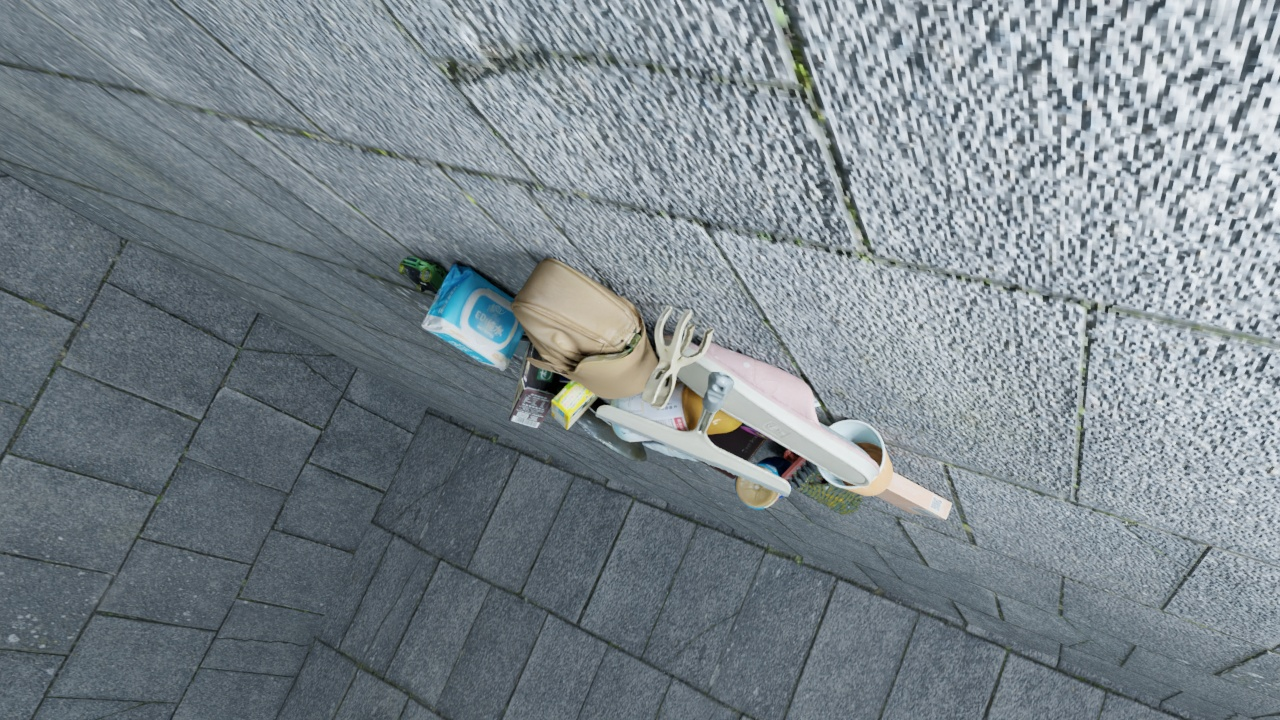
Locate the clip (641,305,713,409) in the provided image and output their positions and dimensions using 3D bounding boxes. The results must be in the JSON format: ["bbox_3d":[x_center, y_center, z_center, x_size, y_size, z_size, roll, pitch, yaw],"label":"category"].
[{"bbox_3d":[0.041,-0.002,0.921,0.035,0.103,0.092,12,-173,41],"label":"clip"}]

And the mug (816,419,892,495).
[{"bbox_3d":[0.255,0.120,1.071,0.078,0.078,0.122,18,172,27],"label":"mug"}]

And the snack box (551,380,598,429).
[{"bbox_3d":[-0.072,0.039,1.146,0.034,0.086,0.140,43,169,1],"label":"snack box"}]

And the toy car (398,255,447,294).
[{"bbox_3d":[-0.277,-0.110,1.192,0.043,0.036,0.091,21,169,19],"label":"toy car"}]

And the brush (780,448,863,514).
[{"bbox_3d":[0.264,0.171,1.322,0.145,0.063,0.069,31,-163,-36],"label":"brush"}]

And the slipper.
[{"bbox_3d":[0.140,0.043,0.987,0.274,0.054,0.114,33,165,8],"label":"slipper"}]

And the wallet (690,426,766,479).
[{"bbox_3d":[0.109,0.104,1.262,0.122,0.096,0.020,29,-157,-23],"label":"wallet"}]

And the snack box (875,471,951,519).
[{"bbox_3d":[0.332,0.169,1.239,0.157,0.026,0.085,28,168,-17],"label":"snack box"}]

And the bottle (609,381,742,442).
[{"bbox_3d":[0.057,0.058,1.101,0.190,0.068,0.068,-7,155,24],"label":"bottle"}]

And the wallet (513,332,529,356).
[{"bbox_3d":[-0.142,-0.023,1.311,0.106,0.037,0.130,14,170,-3],"label":"wallet"}]

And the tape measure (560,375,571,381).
[{"bbox_3d":[-0.105,0.017,1.315,0.058,0.025,0.054,2,179,21],"label":"tape measure"}]

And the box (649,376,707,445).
[{"bbox_3d":[0.031,0.065,1.222,0.059,0.089,0.184,34,170,-32],"label":"box"}]

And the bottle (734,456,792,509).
[{"bbox_3d":[0.196,0.179,1.385,0.065,0.065,0.218,20,-175,18],"label":"bottle"}]

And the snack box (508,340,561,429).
[{"bbox_3d":[-0.130,0.010,1.180,0.053,0.113,0.126,17,149,-13],"label":"snack box"}]

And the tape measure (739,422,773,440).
[{"bbox_3d":[0.153,0.074,1.147,0.057,0.039,0.058,23,173,3],"label":"tape measure"}]

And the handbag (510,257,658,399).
[{"bbox_3d":[-0.060,-0.023,0.983,0.148,0.099,0.204,28,170,14],"label":"handbag"}]

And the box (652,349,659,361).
[{"bbox_3d":[-0.009,0.011,1.154,0.071,0.057,0.164,10,167,0],"label":"box"}]

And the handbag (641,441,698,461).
[{"bbox_3d":[0.064,0.106,1.377,0.134,0.075,0.194,30,168,-25],"label":"handbag"}]

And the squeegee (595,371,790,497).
[{"bbox_3d":[0.073,0.052,0.977,0.246,0.039,0.247,22,158,6],"label":"squeegee"}]

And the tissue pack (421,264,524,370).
[{"bbox_3d":[-0.203,-0.054,1.164,0.063,0.090,0.140,13,164,45],"label":"tissue pack"}]

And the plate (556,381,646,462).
[{"bbox_3d":[-0.055,0.081,1.324,0.179,0.024,0.179,38,-171,-8],"label":"plate"}]
